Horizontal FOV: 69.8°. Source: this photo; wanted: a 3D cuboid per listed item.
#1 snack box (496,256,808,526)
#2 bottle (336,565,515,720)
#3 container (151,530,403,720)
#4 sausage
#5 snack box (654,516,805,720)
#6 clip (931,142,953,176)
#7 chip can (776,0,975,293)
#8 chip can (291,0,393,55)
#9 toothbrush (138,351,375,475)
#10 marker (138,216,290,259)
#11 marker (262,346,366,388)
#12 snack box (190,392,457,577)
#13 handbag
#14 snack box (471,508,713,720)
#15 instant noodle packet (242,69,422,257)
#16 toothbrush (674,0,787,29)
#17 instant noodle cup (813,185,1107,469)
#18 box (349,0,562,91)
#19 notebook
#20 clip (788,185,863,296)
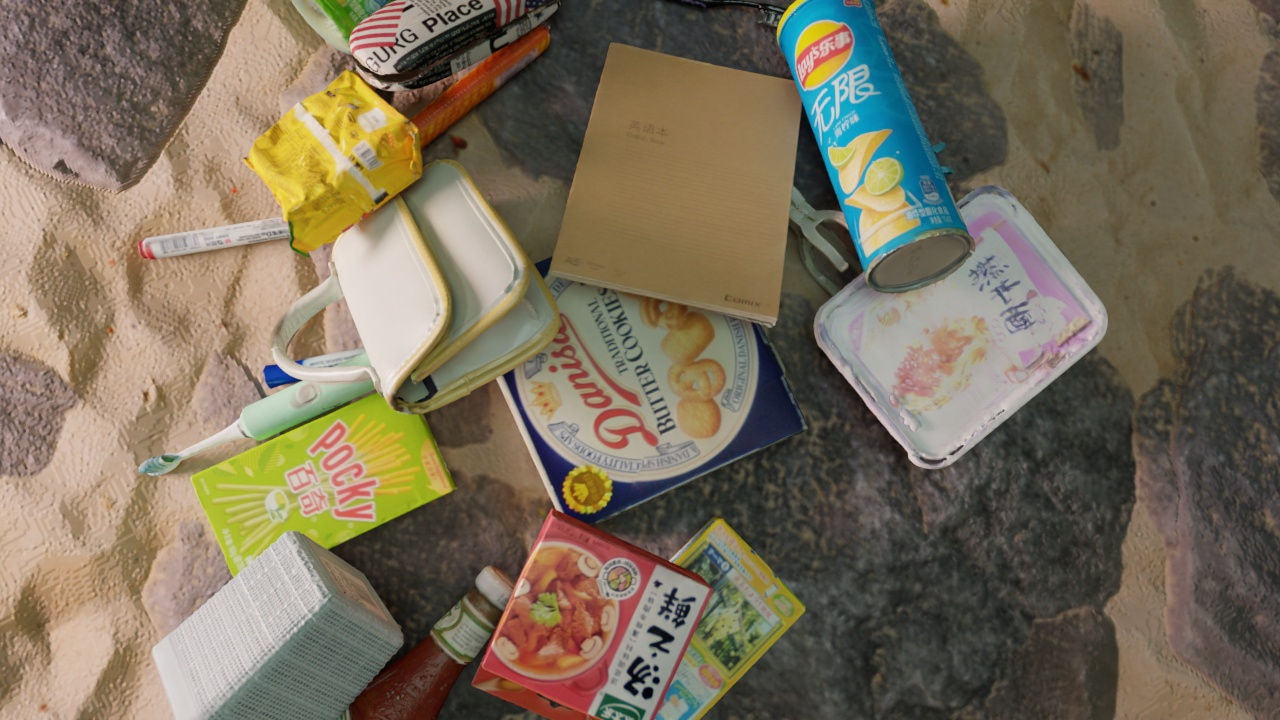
[{"bbox_3d":[-0.004,0.004,0.639,0.182,0.046,0.178,-24,85,-6],"label":"snack box"},{"bbox_3d":[-0.156,0.223,0.602,0.060,0.060,0.206,41,83,2],"label":"bottle"},{"bbox_3d":[-0.223,0.179,0.576,0.111,0.090,0.090,-46,46,-9],"label":"container"},{"bbox_3d":[-0.127,-0.192,0.664,0.165,0.021,0.021,-40,87,-6],"label":"sausage"},{"bbox_3d":[0.034,0.186,0.629,0.140,0.034,0.087,-44,88,-5],"label":"snack box"},{"bbox_3d":[0.203,-0.144,0.680,0.057,0.015,0.049,-16,87,-6],"label":"clip"},{"bbox_3d":[0.153,-0.152,0.617,0.071,0.071,0.210,-11,66,-4],"label":"chip can"},{"bbox_3d":[-0.153,-0.313,0.650,0.072,0.072,0.221,44,83,2],"label":"chip can"},{"bbox_3d":[-0.238,0.031,0.627,0.224,0.027,0.026,-24,78,3],"label":"toothbrush"},{"bbox_3d":[-0.278,-0.090,0.649,0.145,0.017,0.017,-10,85,-4],"label":"marker"},{"bbox_3d":[-0.189,-0.003,0.644,0.145,0.017,0.017,-12,85,-4],"label":"marker"},{"bbox_3d":[-0.215,0.084,0.629,0.156,0.026,0.085,-24,87,-6],"label":"snack box"},{"bbox_3d":[-0.159,-0.039,0.591,0.178,0.063,0.163,-33,50,-3],"label":"handbag"},{"bbox_3d":[-0.032,0.175,0.581,0.113,0.044,0.127,25,87,-5],"label":"snack box"},{"bbox_3d":[-0.205,-0.135,0.616,0.110,0.044,0.128,-40,49,-3],"label":"instant noodle packet"},{"bbox_3d":[0.026,-0.270,0.685,0.189,0.014,0.017,10,96,-2],"label":"toothbrush"},{"bbox_3d":[0.216,-0.022,0.646,0.173,0.060,0.138,-38,87,-7],"label":"instant noodle cup"},{"bbox_3d":[-0.125,-0.235,0.644,0.164,0.060,0.072,-36,80,-21],"label":"box"},{"bbox_3d":[0.031,-0.129,0.634,0.149,0.012,0.211,12,62,-1],"label":"notebook"},{"bbox_3d":[0.125,-0.095,0.646,0.035,0.094,0.102,-37,98,-6],"label":"clip"}]
